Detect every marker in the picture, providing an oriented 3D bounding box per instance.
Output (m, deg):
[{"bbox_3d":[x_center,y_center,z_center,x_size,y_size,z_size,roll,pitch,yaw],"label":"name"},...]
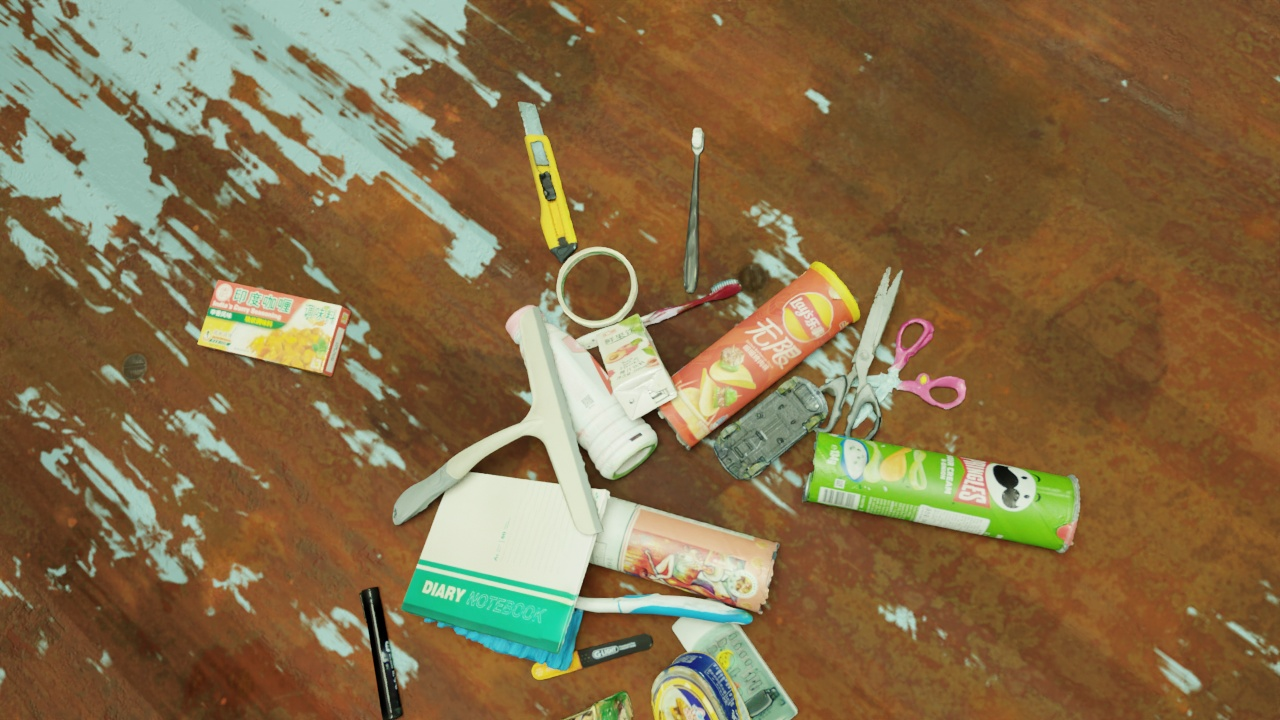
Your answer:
[{"bbox_3d":[-0.265,0.298,0.933,0.022,0.020,0.132,-21,76,22],"label":"marker"},{"bbox_3d":[-0.048,0.290,0.900,0.124,0.015,0.018,-17,82,4],"label":"marker"}]

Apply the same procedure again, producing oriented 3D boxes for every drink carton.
[{"bbox_3d":[-0.005,0.005,0.898,0.053,0.122,0.045,-28,118,3],"label":"drink carton"}]

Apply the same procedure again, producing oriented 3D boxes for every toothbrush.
[{"bbox_3d":[0.057,-0.159,0.967,0.016,0.018,0.181,2,81,7],"label":"toothbrush"},{"bbox_3d":[0.015,-0.048,0.953,0.188,0.016,0.017,-20,39,7],"label":"toothbrush"}]

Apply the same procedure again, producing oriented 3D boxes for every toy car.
[{"bbox_3d":[0.128,0.067,0.899,0.121,0.036,0.054,-40,74,9],"label":"toy car"}]

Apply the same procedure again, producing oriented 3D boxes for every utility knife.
[{"bbox_3d":[-0.105,-0.199,1.001,0.033,0.015,0.197,-17,77,3],"label":"utility knife"}]

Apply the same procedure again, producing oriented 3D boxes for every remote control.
[{"bbox_3d":[0.088,0.293,0.875,0.056,0.019,0.135,-36,76,2],"label":"remote control"}]

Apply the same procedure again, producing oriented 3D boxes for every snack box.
[{"bbox_3d":[-0.065,0.381,0.846,0.106,0.117,0.118,-17,74,18],"label":"snack box"},{"bbox_3d":[-0.405,-0.036,1.014,0.156,0.027,0.077,12,80,11],"label":"snack box"}]

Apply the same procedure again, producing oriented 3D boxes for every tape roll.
[{"bbox_3d":[-0.046,-0.077,0.969,0.086,0.014,0.085,-2,79,9],"label":"tape roll"}]

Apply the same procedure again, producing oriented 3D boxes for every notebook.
[{"bbox_3d":[-0.132,0.183,0.870,0.210,0.012,0.150,1,64,38],"label":"notebook"}]

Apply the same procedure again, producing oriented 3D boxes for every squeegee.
[{"bbox_3d":[-0.171,0.103,0.899,0.247,0.039,0.246,-32,59,24],"label":"squeegee"}]

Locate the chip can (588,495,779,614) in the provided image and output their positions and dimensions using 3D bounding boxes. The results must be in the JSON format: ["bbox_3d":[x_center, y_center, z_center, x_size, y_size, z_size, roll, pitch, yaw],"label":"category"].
[{"bbox_3d":[0.022,0.179,0.881,0.215,0.071,0.071,14,82,11],"label":"chip can"}]

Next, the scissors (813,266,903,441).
[{"bbox_3d":[0.206,-0.004,0.883,0.141,0.014,0.173,-16,94,22],"label":"scissors"}]

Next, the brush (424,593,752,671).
[{"bbox_3d":[-0.057,0.246,0.877,0.315,0.060,0.109,14,75,20],"label":"brush"}]

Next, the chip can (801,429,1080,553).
[{"bbox_3d":[0.273,0.120,0.850,0.236,0.072,0.072,10,81,11],"label":"chip can"}]

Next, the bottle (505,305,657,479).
[{"bbox_3d":[-0.065,0.026,0.927,0.068,0.068,0.197,-39,73,0],"label":"bottle"}]

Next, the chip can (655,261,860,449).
[{"bbox_3d":[0.110,-0.003,0.901,0.216,0.073,0.073,-39,76,2],"label":"chip can"}]

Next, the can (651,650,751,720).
[{"bbox_3d":[0.062,0.346,0.842,0.075,0.049,0.148,-26,80,22],"label":"can"}]

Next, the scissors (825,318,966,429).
[{"bbox_3d":[0.250,0.011,0.904,0.133,0.017,0.124,-1,83,13],"label":"scissors"}]
